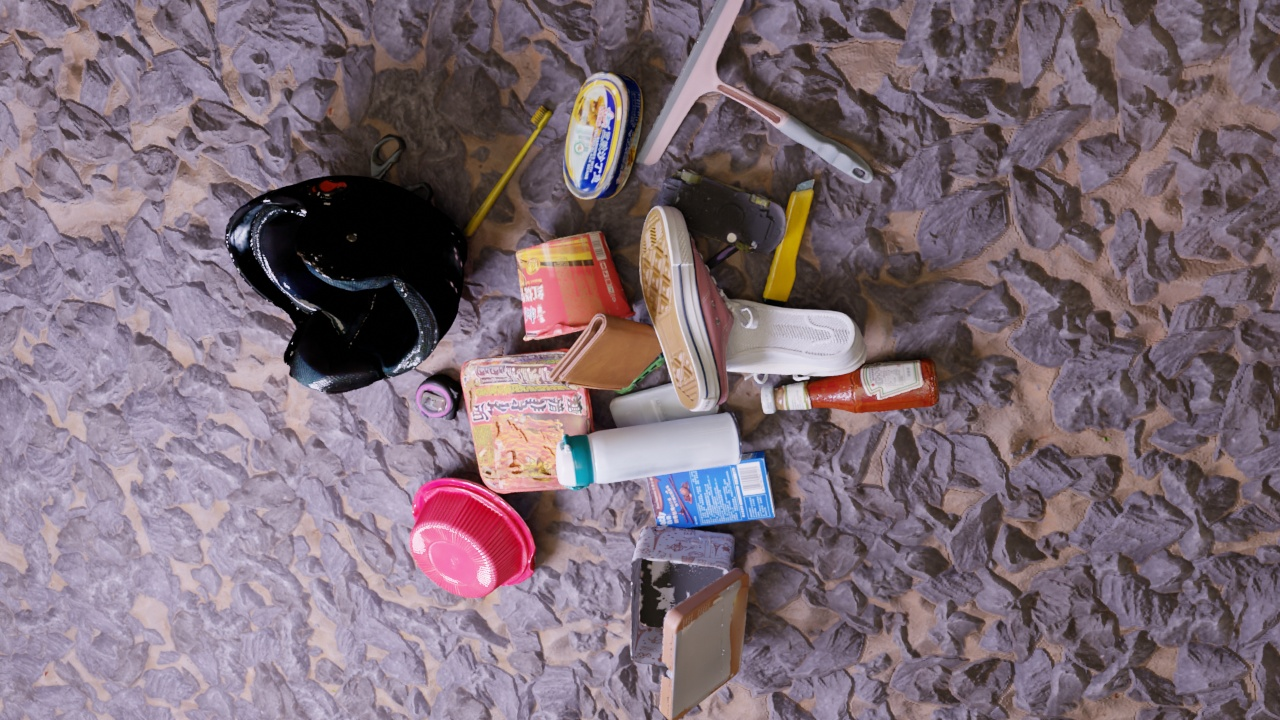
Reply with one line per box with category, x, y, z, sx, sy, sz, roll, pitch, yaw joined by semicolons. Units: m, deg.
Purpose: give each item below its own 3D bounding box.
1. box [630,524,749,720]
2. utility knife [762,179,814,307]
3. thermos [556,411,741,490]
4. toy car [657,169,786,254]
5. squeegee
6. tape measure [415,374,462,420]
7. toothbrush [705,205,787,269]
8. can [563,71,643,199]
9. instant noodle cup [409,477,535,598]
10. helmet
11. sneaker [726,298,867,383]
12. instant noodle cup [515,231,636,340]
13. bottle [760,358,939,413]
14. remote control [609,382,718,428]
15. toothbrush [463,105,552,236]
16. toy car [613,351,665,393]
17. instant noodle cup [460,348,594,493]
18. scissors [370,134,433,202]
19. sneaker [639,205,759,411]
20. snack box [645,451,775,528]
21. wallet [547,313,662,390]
box;0.058;0.337;1.153;0.153;0.180;0.183;5;115;10
utility knife;0.177;-0.135;1.086;0.033;0.015;0.165;9;110;-12
thermos;0.008;0.113;1.127;0.224;0.073;0.073;-8;106;-9
toy car;0.096;-0.174;1.077;0.158;0.042;0.070;23;111;12
squeegee;0.156;-0.271;1.039;0.249;0.040;0.248;29;126;-3
tape measure;-0.270;0.049;1.225;0.058;0.039;0.057;21;110;6
toothbrush;0.107;-0.132;1.107;0.189;0.016;0.014;-35;108;16
can;-0.044;-0.261;1.072;0.075;0.049;0.148;20;108;16
instant noodle cup;-0.238;0.251;1.235;0.194;0.065;0.194;12;126;17
helmet;-0.341;-0.109;1.095;0.275;0.229;0.234;31;135;3
sneaker;0.153;-0.020;1.101;0.243;0.090;0.089;2;75;30
instant noodle cup;-0.083;-0.091;1.101;0.138;0.137;0.108;-12;95;15
bottle;0.249;0.037;1.100;0.206;0.059;0.060;-7;104;15
remote control;0.030;0.058;1.171;0.136;0.020;0.056;-16;113;16
toothbrush;-0.167;-0.232;1.132;0.016;0.015;0.190;39;110;3
toy car;-0.007;0.007;1.159;0.091;0.036;0.043;-40;96;23
instant noodle cup;-0.134;0.075;1.183;0.165;0.079;0.189;-4;105;13
scissors;-0.344;-0.214;1.179;0.159;0.014;0.175;20;111;8
sneaker;0.066;-0.063;1.058;0.087;0.118;0.241;-12;84;-27
snack box;0.091;0.170;1.190;0.157;0.026;0.084;-9;105;15
wallet;-0.037;0.000;1.079;0.119;0.130;0.035;-45;60;23
